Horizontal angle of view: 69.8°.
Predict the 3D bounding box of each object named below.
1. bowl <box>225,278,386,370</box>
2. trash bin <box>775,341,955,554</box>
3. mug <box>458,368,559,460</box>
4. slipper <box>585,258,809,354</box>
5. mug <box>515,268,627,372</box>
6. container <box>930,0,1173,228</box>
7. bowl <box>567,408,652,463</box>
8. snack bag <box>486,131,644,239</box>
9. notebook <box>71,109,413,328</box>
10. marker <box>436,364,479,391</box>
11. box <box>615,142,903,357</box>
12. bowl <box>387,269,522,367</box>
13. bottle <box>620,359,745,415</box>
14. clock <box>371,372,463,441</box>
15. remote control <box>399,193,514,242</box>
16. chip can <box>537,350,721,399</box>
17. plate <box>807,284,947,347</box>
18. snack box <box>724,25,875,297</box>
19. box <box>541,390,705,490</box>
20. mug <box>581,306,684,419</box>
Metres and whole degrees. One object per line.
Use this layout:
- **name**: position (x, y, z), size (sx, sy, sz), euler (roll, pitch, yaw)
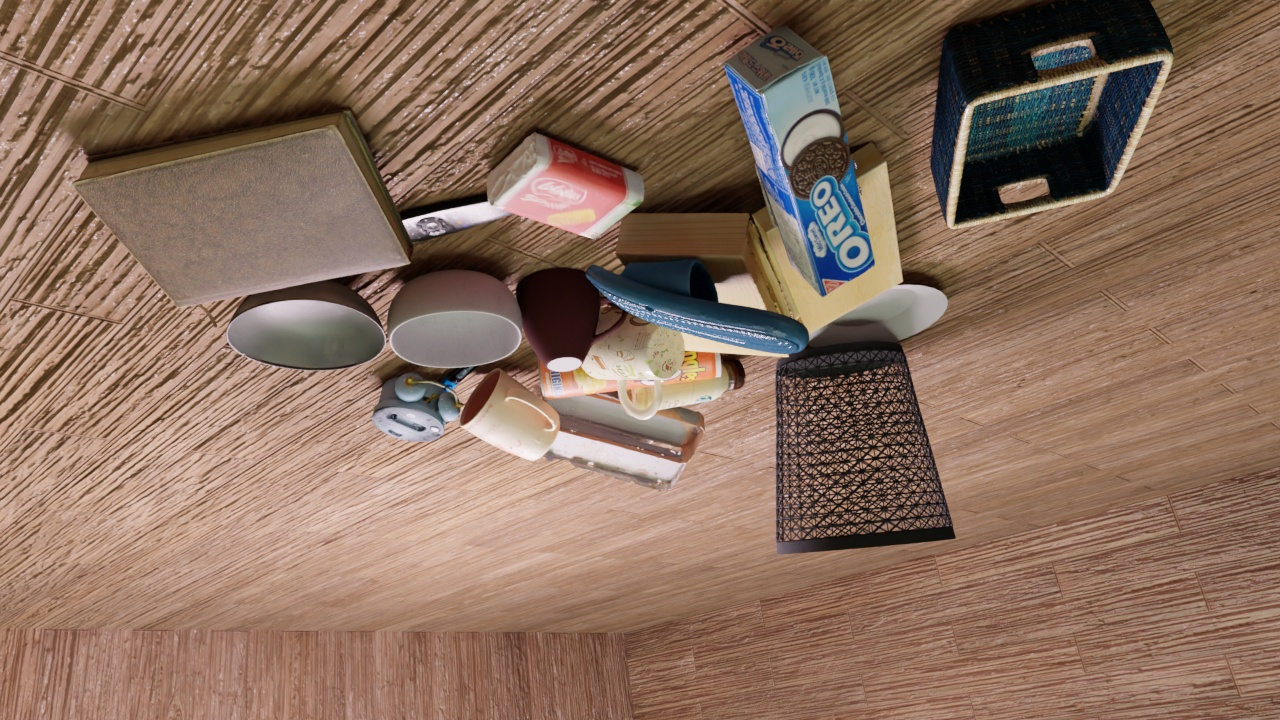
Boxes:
- **bowl**: position (-0.323, -0.045, 0.895), size (0.150, 0.056, 0.151), euler (-5, 156, -2)
- **trash bin**: position (0.268, 0.113, 1.166), size (0.217, 0.243, 0.217), euler (-5, 168, -1)
- **mug**: position (-0.148, 0.068, 1.121), size (0.104, 0.085, 0.112), euler (37, 145, -23)
- **slipper**: position (0.052, -0.054, 0.830), size (0.214, 0.059, 0.104), euler (17, 172, 21)
- **mug**: position (-0.069, -0.037, 0.949), size (0.114, 0.088, 0.087), euler (-8, 157, 0)
- **container**: position (0.313, -0.193, 0.730), size (0.145, 0.071, 0.187), euler (-12, 156, 9)
- **bowl**: position (-0.031, 0.102, 1.302), size (0.177, 0.070, 0.177), euler (-7, 156, -3)
- **snack bag**: position (-0.063, -0.144, 0.773), size (0.115, 0.036, 0.077), euler (13, 150, -39)
- **notebook**: position (-0.304, -0.102, 0.742), size (0.215, 0.034, 0.190), euler (-9, 141, 4)
- **marker**: position (-0.223, 0.019, 1.124), size (0.018, 0.015, 0.123), euler (14, 149, -33)
- **box**: position (0.131, -0.090, 0.917), size (0.261, 0.096, 0.247), euler (-19, 155, 12)
- **bowl**: position (-0.186, -0.048, 0.919), size (0.132, 0.064, 0.132), euler (-6, 157, -3)
- **bottle**: position (0.055, 0.030, 1.166), size (0.161, 0.056, 0.057), euler (-9, 159, -23)
- **clock**: position (-0.273, 0.055, 1.125), size (0.088, 0.051, 0.125), euler (30, 141, -31)
- **remote control**: position (-0.165, -0.127, 0.811), size (0.125, 0.010, 0.039), euler (-12, 156, 10)
- **chip can**: position (-0.013, 0.003, 1.090), size (0.210, 0.062, 0.062), euler (-7, 157, -1)
- **plate**: position (0.277, -0.056, 1.099), size (0.173, 0.019, 0.173), euler (-6, 157, -3)
- **snack box**: position (0.129, -0.146, 0.718), size (0.059, 0.059, 0.226), euler (-32, 138, -2)
- **box**: position (-0.036, 0.104, 1.221), size (0.216, 0.042, 0.149), euler (15, 123, -12)
- **mug**: position (-0.006, 0.006, 0.991), size (0.080, 0.122, 0.097), euler (-15, -163, -43)
